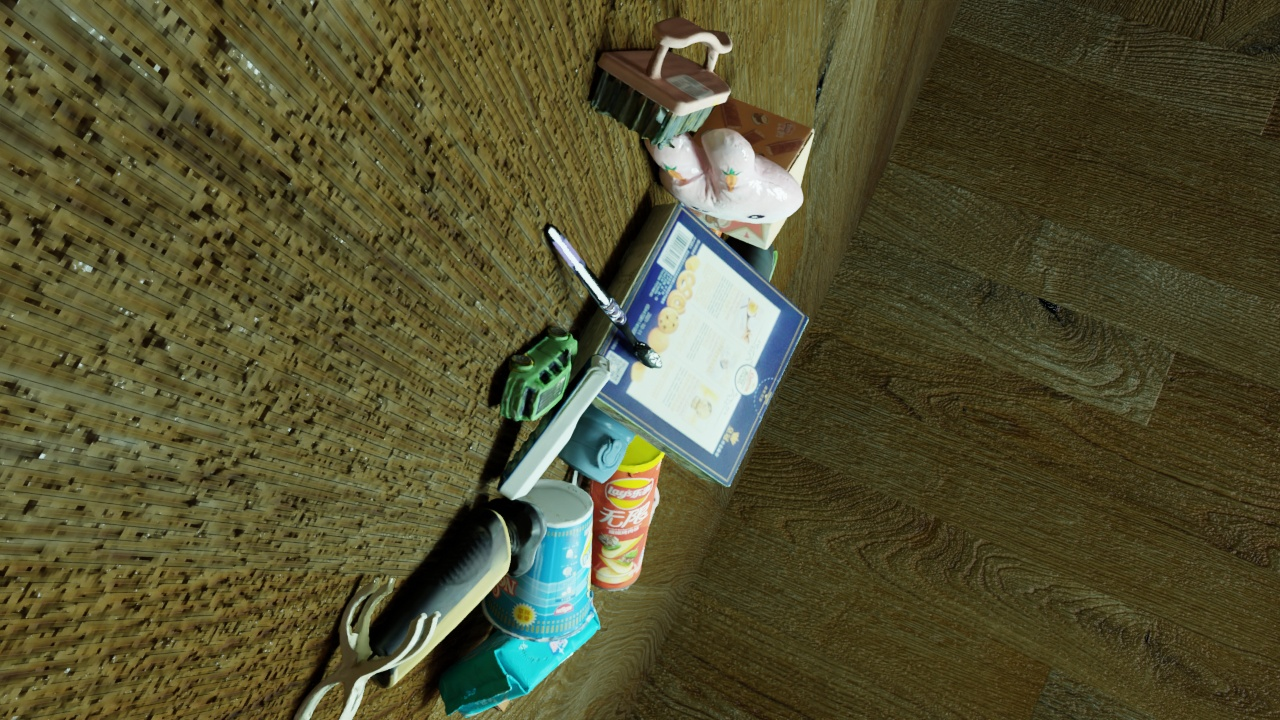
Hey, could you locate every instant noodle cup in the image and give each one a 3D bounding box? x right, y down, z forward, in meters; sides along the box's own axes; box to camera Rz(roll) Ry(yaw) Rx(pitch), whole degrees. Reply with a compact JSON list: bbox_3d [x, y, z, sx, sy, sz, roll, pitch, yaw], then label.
[{"bbox_3d":[-0.081,0.163,0.778,0.099,0.099,0.110,-40,143,-61],"label":"instant noodle cup"}]

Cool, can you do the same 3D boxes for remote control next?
[{"bbox_3d":[-0.064,0.050,0.694,0.125,0.024,0.049,-53,-171,9],"label":"remote control"}]

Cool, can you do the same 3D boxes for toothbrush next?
[{"bbox_3d":[-0.022,-0.040,0.669,0.014,0.017,0.189,-52,143,-11],"label":"toothbrush"}]

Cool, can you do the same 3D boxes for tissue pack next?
[{"bbox_3d":[-0.106,0.259,0.807,0.093,0.050,0.133,-34,175,36],"label":"tissue pack"}]

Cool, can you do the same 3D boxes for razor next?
[{"bbox_3d":[-0.131,0.164,0.657,0.167,0.062,0.068,-46,127,-42],"label":"razor"}]

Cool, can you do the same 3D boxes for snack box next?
[{"bbox_3d":[0.097,-0.174,0.855,0.076,0.094,0.093,-57,164,-31],"label":"snack box"},{"bbox_3d":[0.044,-0.011,0.797,0.182,0.046,0.177,37,72,-30],"label":"snack box"}]

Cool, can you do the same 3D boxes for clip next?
[{"bbox_3d":[-0.179,0.174,0.567,0.104,0.086,0.035,-37,166,0],"label":"clip"}]

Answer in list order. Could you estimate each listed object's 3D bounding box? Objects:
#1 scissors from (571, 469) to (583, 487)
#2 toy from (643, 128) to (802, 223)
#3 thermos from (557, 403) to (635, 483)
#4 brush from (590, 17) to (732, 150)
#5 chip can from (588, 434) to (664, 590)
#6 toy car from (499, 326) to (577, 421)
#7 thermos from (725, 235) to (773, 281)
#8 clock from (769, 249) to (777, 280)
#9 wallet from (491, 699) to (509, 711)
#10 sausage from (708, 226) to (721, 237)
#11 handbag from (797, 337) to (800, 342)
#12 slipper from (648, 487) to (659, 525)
[{"bbox_3d":[-0.077,0.169,0.906,0.162,0.012,0.163,-55,153,-55],"label":"scissors"},{"bbox_3d":[0.064,-0.149,0.742,0.159,0.121,0.054,23,80,-62],"label":"toy"},{"bbox_3d":[-0.005,0.005,0.834,0.220,0.070,0.070,-63,166,-15],"label":"thermos"},{"bbox_3d":[0.026,-0.192,0.618,0.073,0.063,0.145,-61,171,28],"label":"brush"},{"bbox_3d":[-0.022,0.153,0.958,0.073,0.073,0.217,-53,160,-44],"label":"chip can"},{"bbox_3d":[-0.070,0.011,0.663,0.091,0.036,0.043,-53,160,-56],"label":"toy car"},{"bbox_3d":[0.111,-0.072,0.990,0.090,0.069,0.241,62,23,-16],"label":"thermos"},{"bbox_3d":[0.127,-0.101,1.182,0.160,0.056,0.116,-40,151,-60],"label":"clock"},{"bbox_3d":[-0.126,0.281,0.929,0.119,0.035,0.130,94,20,-62],"label":"wallet"},{"bbox_3d":[0.072,-0.121,1.010,0.021,0.021,0.165,-43,155,-58],"label":"sausage"},{"bbox_3d":[0.128,0.014,1.182,0.233,0.093,0.194,-36,156,-33],"label":"handbag"},{"bbox_3d":[-0.015,0.197,1.155,0.114,0.054,0.274,-63,165,-13],"label":"slipper"}]
